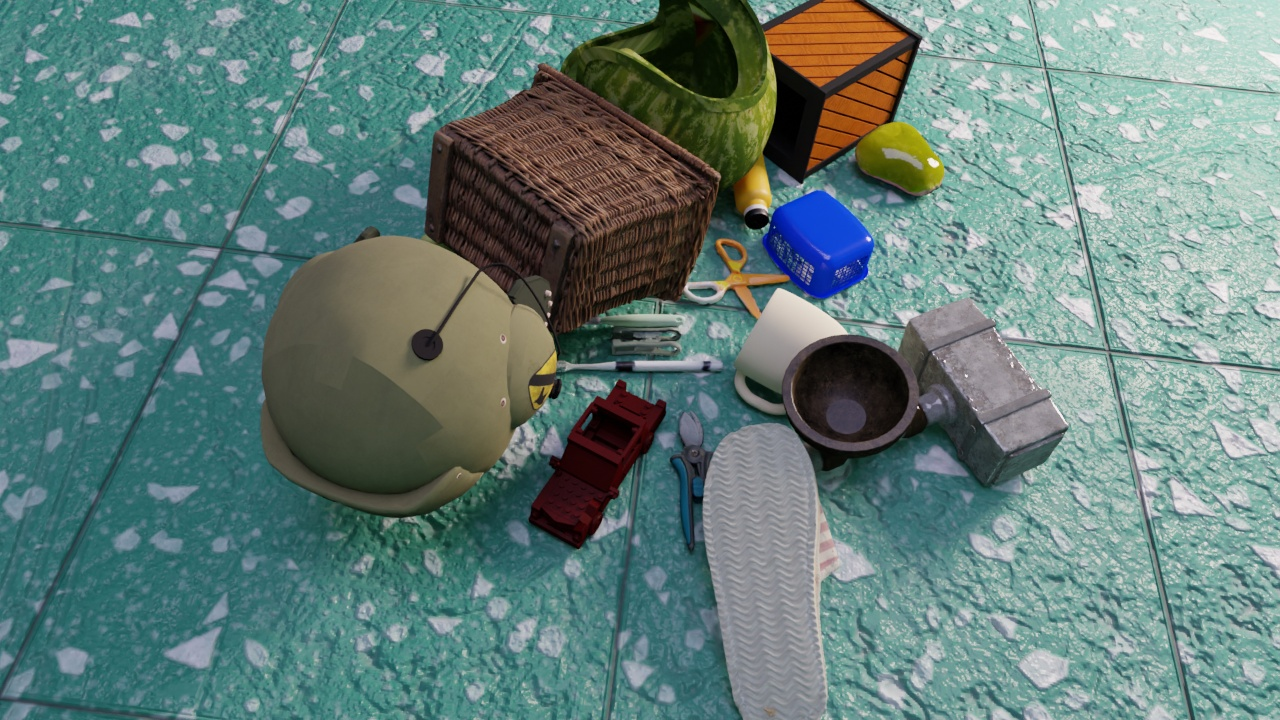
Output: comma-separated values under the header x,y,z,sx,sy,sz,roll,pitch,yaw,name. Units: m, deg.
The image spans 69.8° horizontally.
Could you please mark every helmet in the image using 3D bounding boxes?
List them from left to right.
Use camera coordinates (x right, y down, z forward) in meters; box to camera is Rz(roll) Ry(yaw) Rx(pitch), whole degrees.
x,y,z,sx,sy,sz,roll,pitch,yaw,name
-0.205,0.018,0.787,0.250,0.256,0.232,17,53,10,helmet
0.033,-0.296,1.043,0.243,0.248,0.212,37,68,-12,helmet

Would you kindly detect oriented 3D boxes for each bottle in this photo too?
x,y,z,sx,sy,sz,roll,pitch,yaw,name
0.132,-0.221,1.114,0.043,0.043,0.143,-1,55,-4,bottle

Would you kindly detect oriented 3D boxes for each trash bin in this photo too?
x,y,z,sx,sy,sz,roll,pitch,yaw,name
0.224,-0.348,1.149,0.171,0.140,0.139,-34,63,-24,trash bin

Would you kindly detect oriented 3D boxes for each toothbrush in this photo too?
x,y,z,sx,sy,sz,roll,pitch,yaw,name
-0.028,-0.043,0.999,0.154,0.015,0.022,0,85,-4,toothbrush
-0.006,0.006,0.965,0.187,0.017,0.012,0,82,-3,toothbrush

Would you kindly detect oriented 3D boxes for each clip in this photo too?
x,y,z,sx,sy,sz,roll,pitch,yaw,name
0.006,-0.020,0.981,0.076,0.023,0.044,0,57,0,clip

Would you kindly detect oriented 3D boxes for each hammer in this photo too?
x,y,z,sx,sy,sz,roll,pitch,yaw,name
0.232,0.069,0.906,0.326,0.080,0.176,-21,59,-10,hammer

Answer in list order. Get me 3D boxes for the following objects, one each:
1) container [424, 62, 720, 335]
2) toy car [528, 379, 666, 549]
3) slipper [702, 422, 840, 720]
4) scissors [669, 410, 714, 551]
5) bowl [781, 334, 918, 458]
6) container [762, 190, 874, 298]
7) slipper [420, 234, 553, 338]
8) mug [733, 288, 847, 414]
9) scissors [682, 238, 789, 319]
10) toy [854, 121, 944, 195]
x,y,z,sx,sy,sz,roll,pitch,yaw,name
-0.082,-0.154,0.915,0.250,0.163,0.182,37,43,21,container
-0.038,0.090,0.876,0.070,0.062,0.169,26,58,14,toy car
0.118,0.187,0.810,0.115,0.052,0.262,-7,69,12,slipper
0.051,0.117,0.889,0.133,0.019,0.145,38,62,20,scissors
0.193,0.041,0.855,0.121,0.056,0.121,-4,59,7,bowl
0.205,-0.138,1.051,0.096,0.058,0.114,-26,61,-20,container
-0.169,-0.062,0.974,0.190,0.091,0.081,33,91,23,slipper
0.155,0.001,0.937,0.100,0.096,0.120,30,96,7,mug
0.104,-0.090,1.041,0.131,0.011,0.125,-18,57,-13,scissors
0.325,-0.248,1.140,0.090,0.051,0.110,-33,66,-21,toy
